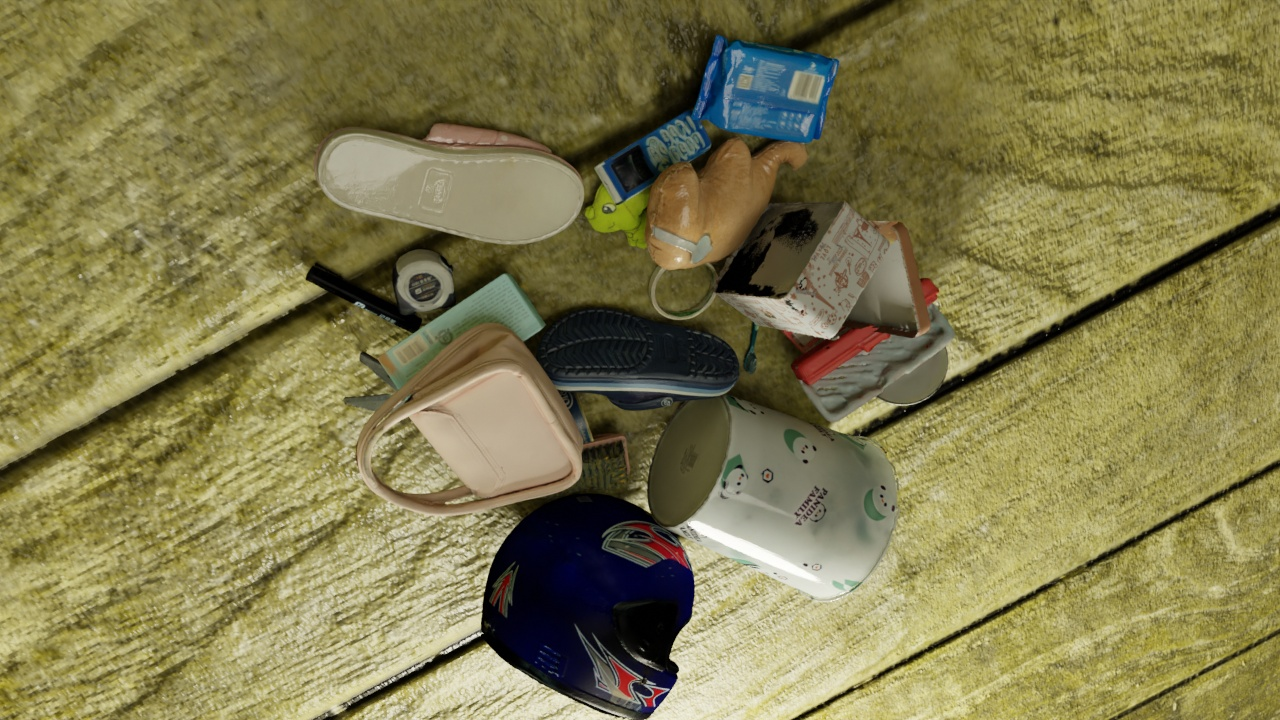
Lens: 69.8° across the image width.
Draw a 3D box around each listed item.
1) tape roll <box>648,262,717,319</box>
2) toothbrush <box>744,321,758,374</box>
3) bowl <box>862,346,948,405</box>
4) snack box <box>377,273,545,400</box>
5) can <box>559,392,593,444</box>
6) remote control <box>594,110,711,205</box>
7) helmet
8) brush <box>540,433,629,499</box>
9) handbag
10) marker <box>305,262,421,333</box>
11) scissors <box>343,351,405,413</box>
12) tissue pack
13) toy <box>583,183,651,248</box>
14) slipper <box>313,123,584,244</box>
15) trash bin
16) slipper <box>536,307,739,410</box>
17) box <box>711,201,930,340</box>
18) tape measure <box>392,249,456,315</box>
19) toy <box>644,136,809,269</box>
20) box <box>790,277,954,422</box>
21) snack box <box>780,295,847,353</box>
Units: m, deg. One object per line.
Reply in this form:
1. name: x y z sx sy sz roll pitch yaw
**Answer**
1. tape roll: 0.052 -0.089 1.106 0.085 0.014 0.086 -8 123 -13
2. toothbrush: 0.151 -0.065 1.153 0.016 0.018 0.192 -4 122 -16
3. bowl: 0.343 0.003 1.219 0.116 0.116 0.066 -33 170 3
4. snack box: -0.197 -0.020 1.019 0.175 0.051 0.074 -34 95 -1
5. can: -0.122 0.082 1.119 0.111 0.075 0.075 -20 125 -5
6. remote control: 0.015 -0.219 0.988 0.124 0.024 0.049 -33 101 -10
7. helmet: -0.044 0.306 1.191 0.315 0.247 0.240 40 80 -39
8. brush: -0.088 0.132 1.165 0.145 0.073 0.063 -12 124 -6
9. handbag: -0.195 0.086 0.993 0.234 0.093 0.193 -27 125 4
10. marker: -0.299 -0.067 1.001 0.132 0.020 0.022 29 79 -30
11. scissors: -0.221 0.052 1.057 0.225 0.015 0.189 -22 98 -4
12. tissue pack: 0.134 -0.290 0.984 0.157 0.052 0.095 3 118 -21
13. toy: -0.010 -0.169 1.025 0.096 0.031 0.100 -35 129 -1
14. slipper: -0.190 -0.184 0.940 0.274 0.054 0.114 3 120 -24
15. trash bin: 0.161 0.166 1.189 0.251 0.229 0.230 23 111 -23
16. slipper: -0.007 0.006 1.103 0.252 0.105 0.095 4 140 -18
17. box: 0.218 -0.086 1.044 0.184 0.183 0.154 37 84 -23
18. tape measure: -0.237 -0.087 1.000 0.065 0.033 0.066 -10 126 -15
19. toy: 0.094 -0.178 1.022 0.225 0.082 0.144 -31 148 -32
20. box: 0.298 -0.009 1.153 0.201 0.095 0.101 -35 92 1
21. snack box: 0.256 -0.071 1.179 0.153 0.025 0.075 -42 124 10
